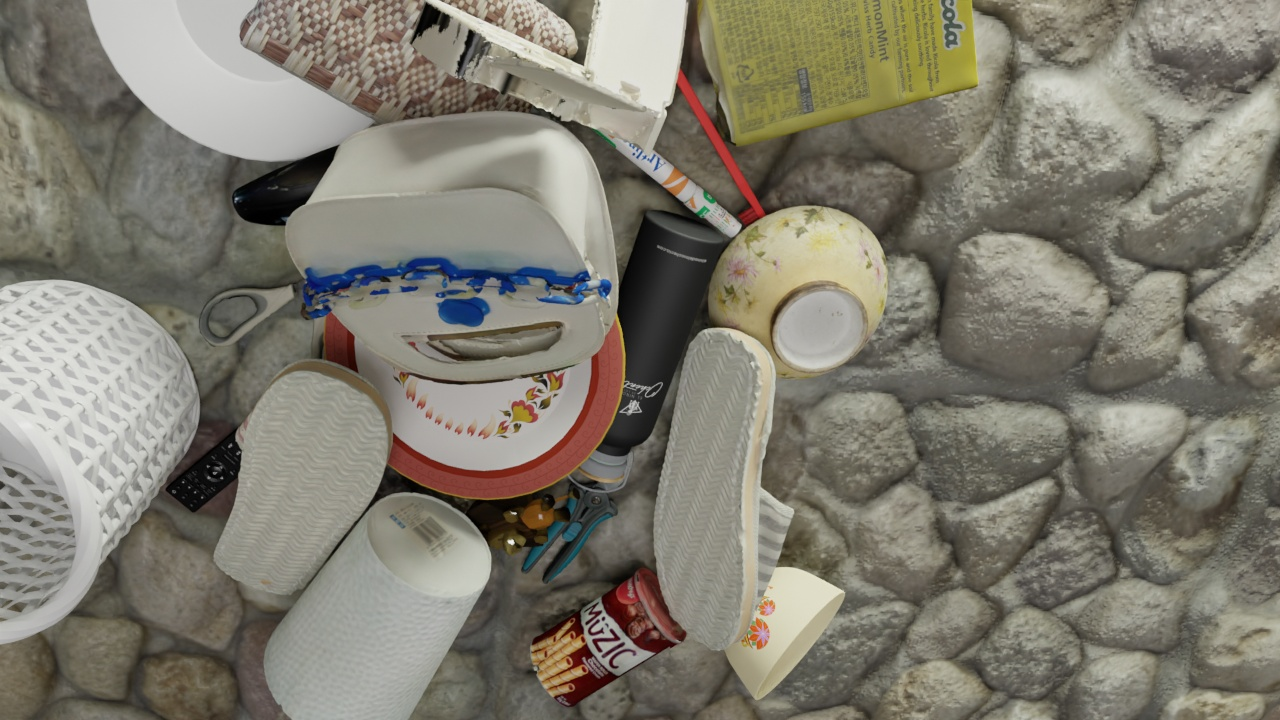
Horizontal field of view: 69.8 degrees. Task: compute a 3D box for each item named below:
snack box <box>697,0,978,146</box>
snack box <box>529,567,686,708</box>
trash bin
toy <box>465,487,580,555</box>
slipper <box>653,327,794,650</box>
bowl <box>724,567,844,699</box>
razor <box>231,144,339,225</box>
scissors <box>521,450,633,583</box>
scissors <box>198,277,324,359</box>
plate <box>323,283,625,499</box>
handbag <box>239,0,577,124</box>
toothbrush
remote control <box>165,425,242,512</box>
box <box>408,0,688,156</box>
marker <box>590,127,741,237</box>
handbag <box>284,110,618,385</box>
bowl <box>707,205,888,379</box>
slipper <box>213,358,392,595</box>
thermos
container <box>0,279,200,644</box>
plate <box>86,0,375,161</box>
[{"bbox_3d":[0.131,-0.225,0.623,0.181,0.045,0.121,-14,116,5],"label":"snack box"},{"bbox_3d":[-0.029,0.243,0.802,0.121,0.072,0.072,-34,112,11],"label":"snack box"},{"bbox_3d":[-0.202,0.197,0.726,0.133,0.133,0.162,29,114,-16],"label":"trash bin"},{"bbox_3d":[-0.093,0.128,0.748,0.100,0.062,0.076,-22,133,25],"label":"toy"},{"bbox_3d":[0.065,0.103,0.726,0.053,0.114,0.273,-19,119,-43],"label":"slipper"},{"bbox_3d":[0.111,0.223,0.797,0.074,0.117,0.118,39,111,26],"label":"bowl"},{"bbox_3d":[-0.209,-0.113,0.632,0.140,0.053,0.063,-12,74,6],"label":"razor"},{"bbox_3d":[-0.057,0.131,0.779,0.139,0.019,0.136,-5,115,-1],"label":"scissors"},{"bbox_3d":[-0.253,-0.042,0.691,0.171,0.012,0.157,-16,114,2],"label":"scissors"},{"bbox_3d":[-0.124,-0.004,0.689,0.230,0.021,0.230,2,107,7],"label":"plate"},{"bbox_3d":[-0.143,-0.209,0.590,0.185,0.047,0.124,26,109,-36],"label":"handbag"},{"bbox_3d":[0.042,-0.168,0.657,0.018,0.012,0.212,-31,112,9],"label":"toothbrush"},{"bbox_3d":[-0.323,0.073,0.738,0.140,0.009,0.030,-37,111,12],"label":"remote control"},{"bbox_3d":[-0.027,-0.181,0.518,0.143,0.184,0.099,11,112,-38],"label":"box"},{"bbox_3d":[0.015,-0.138,0.666,0.145,0.017,0.017,36,106,-18],"label":"marker"},{"bbox_3d":[-0.111,-0.047,0.588,0.201,0.092,0.200,-4,137,16],"label":"handbag"},{"bbox_3d":[0.125,-0.037,0.687,0.145,0.063,0.145,-3,120,-5],"label":"bowl"},{"bbox_3d":[-0.267,0.091,0.716,0.115,0.052,0.264,26,125,-12],"label":"slipper"},{"bbox_3d":[-0.004,0.004,0.703,0.061,0.061,0.232,15,112,-11],"label":"thermos"},{"bbox_3d":[-0.429,0.060,0.627,0.189,0.186,0.189,-2,114,-4],"label":"container"},{"bbox_3d":[-0.252,-0.237,0.602,0.208,0.015,0.209,-2,114,-4],"label":"plate"}]
